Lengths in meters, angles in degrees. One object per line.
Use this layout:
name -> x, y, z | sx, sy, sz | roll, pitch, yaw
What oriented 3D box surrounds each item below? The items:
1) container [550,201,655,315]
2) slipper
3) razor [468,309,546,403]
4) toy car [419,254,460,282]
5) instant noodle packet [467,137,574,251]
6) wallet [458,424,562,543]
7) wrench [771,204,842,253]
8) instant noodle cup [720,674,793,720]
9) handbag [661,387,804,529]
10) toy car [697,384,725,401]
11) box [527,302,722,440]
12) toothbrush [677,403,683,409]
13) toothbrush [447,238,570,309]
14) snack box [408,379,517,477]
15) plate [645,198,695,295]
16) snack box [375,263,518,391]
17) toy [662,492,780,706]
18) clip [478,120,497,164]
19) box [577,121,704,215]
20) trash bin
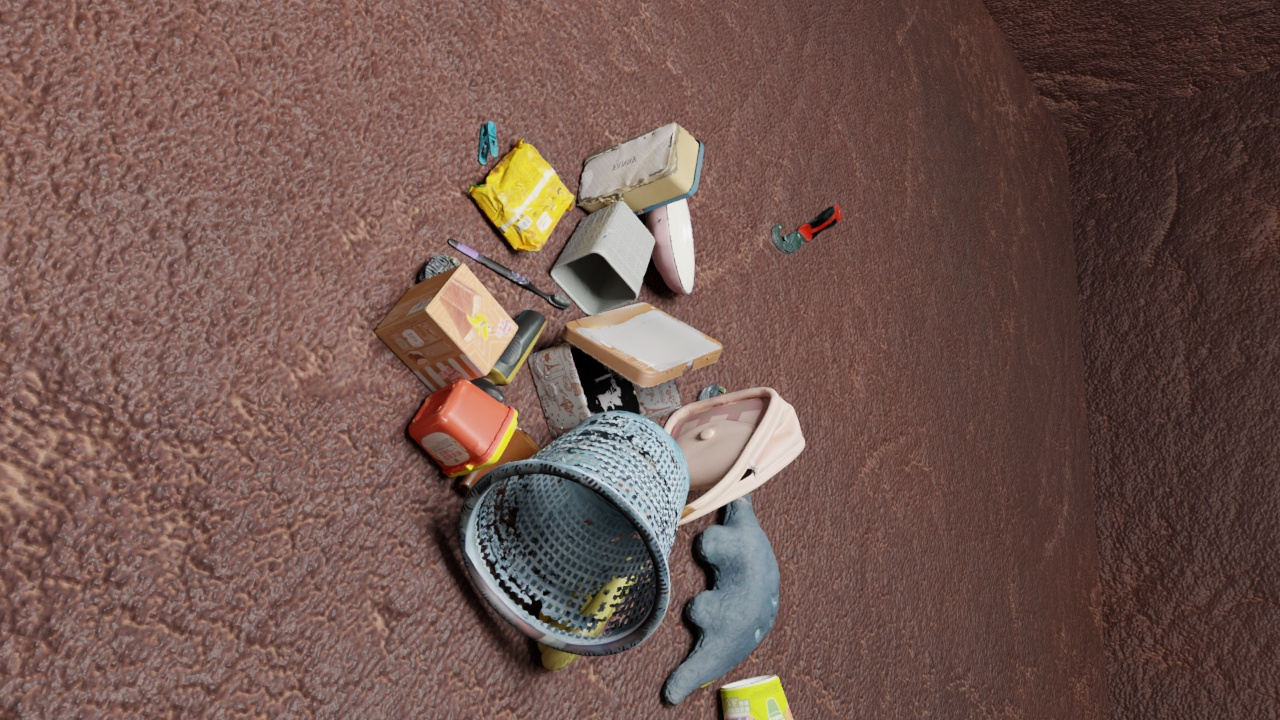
container -> -0.044, -0.135, 1.186 | 0.090, 0.090, 0.114 | 47, 44, -30
slipper -> -0.063, 0.267, 1.053 | 0.081, 0.092, 0.190 | 35, 52, 14
razor -> -0.153, -0.003, 1.051 | 0.167, 0.062, 0.068 | -60, 153, -47
toy car -> -0.202, -0.070, 1.023 | 0.105, 0.031, 0.048 | 51, 46, -24
instant noodle packet -> -0.144, -0.199, 1.123 | 0.111, 0.044, 0.128 | 49, 42, -19
wallet -> -0.141, 0.136, 1.029 | 0.124, 0.032, 0.101 | 49, 47, -30
wrench -> 0.314, -0.246, 1.694 | 0.272, 0.016, 0.056 | -28, 100, -49
instant noodle cup -> 0.159, 0.486, 1.215 | 0.111, 0.112, 0.123 | 5, 68, -49
handbag -> 0.082, 0.139, 1.170 | 0.233, 0.194, 0.093 | -46, 111, -41
toy car -> 0.117, 0.076, 1.346 | 0.090, 0.034, 0.042 | 53, 42, -27
box -> -0.005, 0.005, 1.114 | 0.181, 0.178, 0.153 | -21, 96, -50
toothbrush -> 0.055, 0.061, 1.294 | 0.181, 0.018, 0.015 | 52, 41, -26
toothbrush -> -0.153, -0.103, 1.104 | 0.189, 0.017, 0.014 | 28, 58, -39
snack box -> -0.187, 0.070, 0.953 | 0.080, 0.091, 0.081 | 43, 48, -23
plate -> 0.040, -0.185, 1.295 | 0.192, 0.039, 0.192 | -6, 89, -77
snack box -> -0.202, -0.033, 0.963 | 0.094, 0.093, 0.076 | 51, 45, -25
toy -> 0.125, 0.308, 1.251 | 0.138, 0.092, 0.355 | 24, 55, -11
clip -> -0.185, -0.265, 1.115 | 0.014, 0.040, 0.056 | 23, 54, -44
box -> 0.002, -0.244, 1.199 | 0.061, 0.185, 0.089 | 32, 60, -42
trash bin -> -0.046, 0.160, 0.970 | 0.226, 0.227, 0.194 | 63, 30, -13
